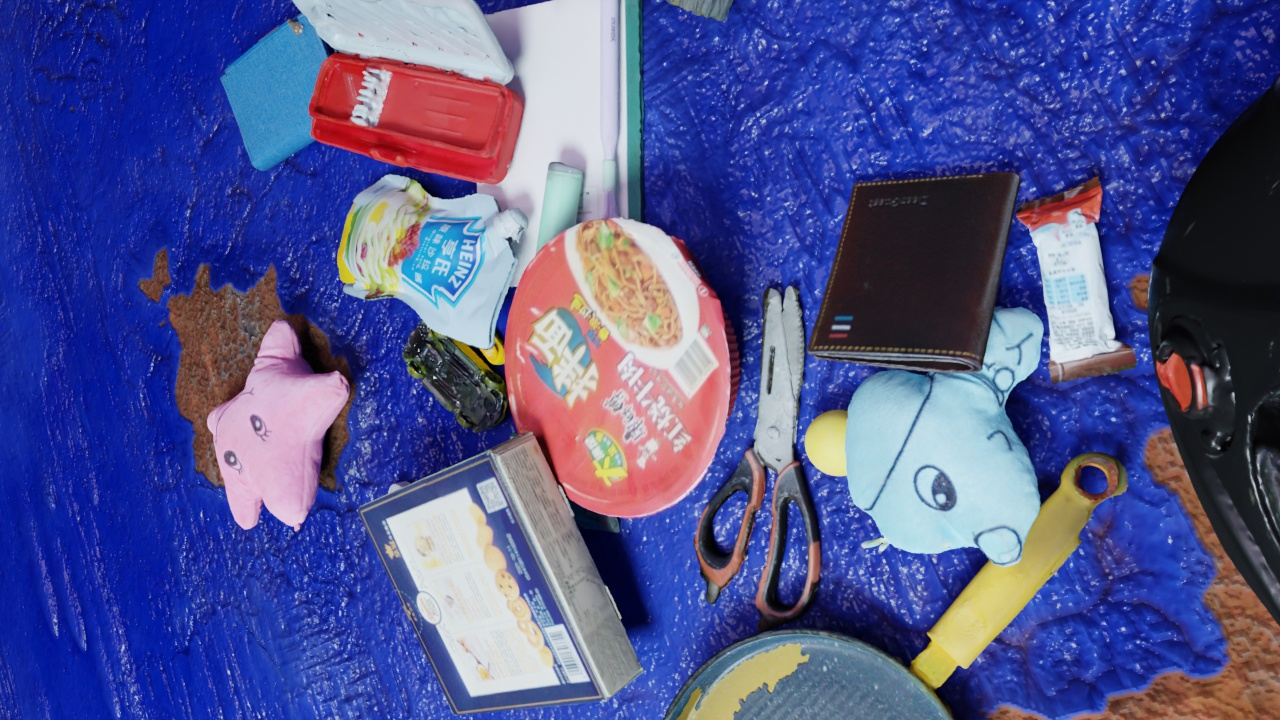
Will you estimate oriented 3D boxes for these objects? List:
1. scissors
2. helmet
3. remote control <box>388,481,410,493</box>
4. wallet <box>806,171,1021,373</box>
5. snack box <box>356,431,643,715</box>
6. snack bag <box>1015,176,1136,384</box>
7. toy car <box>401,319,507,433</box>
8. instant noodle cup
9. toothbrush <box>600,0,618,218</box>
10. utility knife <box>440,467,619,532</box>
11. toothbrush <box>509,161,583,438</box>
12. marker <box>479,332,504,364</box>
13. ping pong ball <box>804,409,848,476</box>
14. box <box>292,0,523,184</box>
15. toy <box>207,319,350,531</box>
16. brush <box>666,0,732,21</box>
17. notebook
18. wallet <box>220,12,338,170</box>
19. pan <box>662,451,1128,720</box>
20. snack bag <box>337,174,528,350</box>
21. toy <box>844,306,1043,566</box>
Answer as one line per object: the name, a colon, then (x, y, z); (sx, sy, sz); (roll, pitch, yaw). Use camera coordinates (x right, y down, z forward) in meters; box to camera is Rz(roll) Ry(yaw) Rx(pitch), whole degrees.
scissors: (0.074, 0.062, 0.601); (0.192, 0.015, 0.207); (-38, 72, 28)
helmet: (0.302, -0.021, 0.316); (0.234, 0.274, 0.229); (-22, 53, 19)
remote control: (-0.162, 0.142, 0.745); (0.125, 0.024, 0.049); (20, 102, 29)
wallet: (0.154, -0.052, 0.517); (0.096, 0.020, 0.122); (6, 65, 32)
snack box: (-0.107, 0.160, 0.659); (0.183, 0.045, 0.178); (-24, 92, 42)
snack bag: (0.233, -0.042, 0.493); (0.048, 0.026, 0.104); (-16, 84, 42)
toy car: (-0.143, 0.011, 0.724); (0.105, 0.032, 0.048); (43, 112, 17)
instant noodle cup: (-0.004, 0.004, 0.609); (0.194, 0.065, 0.194); (5, 98, 40)
toothbrush: (-0.021, -0.175, 0.638); (0.021, 0.029, 0.189); (-178, 87, -67)
utility knife: (-0.092, 0.105, 0.706); (0.180, 0.013, 0.029); (6, 93, 31)
toothbrush: (-0.071, -0.031, 0.670); (0.027, 0.026, 0.224); (9, 99, 1)
marker: (-0.144, -0.043, 0.733); (0.018, 0.015, 0.124); (-47, 66, 17)
ping pong ball: (0.120, 0.050, 0.557); (0.040, 0.040, 0.040); (1, 92, 32)
box: (-0.181, -0.219, 0.698); (0.201, 0.073, 0.155); (19, 127, 28)
toy: (-0.316, 0.066, 0.806); (0.195, 0.074, 0.178); (-43, 61, 26)
brush: (0.014, -0.279, 0.599); (0.146, 0.063, 0.069); (37, 123, 24)
notebook: (-0.063, -0.161, 0.680); (0.151, 0.012, 0.209); (1, 93, 30)
wallet: (-0.312, -0.242, 0.817); (0.133, 0.040, 0.106); (-19, 90, 29)
pan: (0.146, 0.195, 0.521); (0.357, 0.078, 0.198); (-49, 61, 4)
snack bag: (-0.165, -0.083, 0.717); (0.191, 0.039, 0.110); (19, 83, 37)
toy: (0.164, 0.033, 0.508); (0.156, 0.049, 0.161); (-51, 54, 9)
